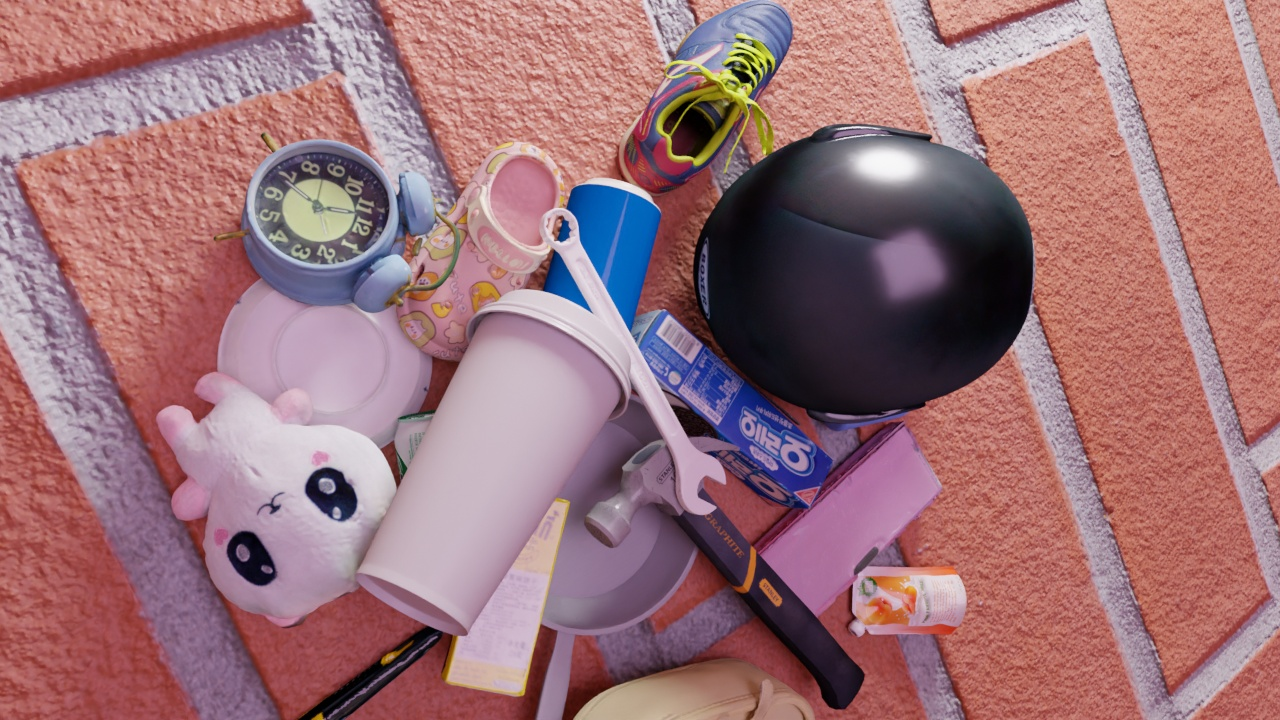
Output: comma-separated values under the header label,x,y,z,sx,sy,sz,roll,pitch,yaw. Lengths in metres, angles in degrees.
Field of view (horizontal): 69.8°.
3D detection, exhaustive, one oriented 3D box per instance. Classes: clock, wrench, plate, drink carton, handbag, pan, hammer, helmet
label,x,y,z,sx,sy,sz,roll,pitch,yaw
clock,-0.213,-0.097,0.669,0.162,0.060,0.118,16,71,-11
wrench,-0.004,0.004,0.721,0.047,0.009,0.273,-36,105,-28
plate,-0.234,-0.001,0.694,0.156,0.014,0.157,2,85,-26
drink carton,0.262,0.240,0.916,0.122,0.039,0.069,6,84,-20
handbag,0.035,0.334,0.738,0.232,0.089,0.191,19,86,-41
pan,-0.057,0.198,0.748,0.200,0.051,0.356,19,79,-24
hammer,0.093,0.194,0.791,0.139,0.035,0.312,-47,109,-24
helmet,0.213,-0.074,0.784,0.315,0.236,0.249,-5,99,-29

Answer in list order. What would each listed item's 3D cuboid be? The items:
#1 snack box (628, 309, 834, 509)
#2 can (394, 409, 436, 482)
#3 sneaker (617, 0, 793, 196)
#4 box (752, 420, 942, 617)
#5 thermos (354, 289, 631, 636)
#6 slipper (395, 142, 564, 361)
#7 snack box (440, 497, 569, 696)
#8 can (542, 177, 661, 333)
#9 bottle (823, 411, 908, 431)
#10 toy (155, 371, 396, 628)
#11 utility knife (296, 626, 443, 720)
label,x,y,z,sx,sy,sz,roll,pitch,yaw
snack box,0.073,0.047,0.819,0.226,0.060,0.059,40,67,-19
can,-0.156,0.090,0.703,0.053,0.053,0.101,-10,95,-26
sneaker,0.079,-0.243,0.821,0.116,0.091,0.241,41,70,-16
box,0.195,0.158,0.883,0.232,0.037,0.098,-35,103,-23
thermos,-0.102,0.069,0.636,0.131,0.132,0.221,38,59,-19
slipper,-0.110,-0.088,0.721,0.093,0.082,0.197,38,68,-28
snack box,-0.101,0.172,0.695,0.061,0.026,0.148,17,78,-18
can,-0.036,-0.071,0.760,0.079,0.079,0.146,19,78,-24
bottle,0.240,0.036,0.906,0.131,0.048,0.048,-9,91,-26
toy,-0.253,0.088,0.636,0.138,0.101,0.179,-42,97,-11
utility knife,-0.194,0.235,0.692,0.212,0.029,0.020,-35,107,-25
